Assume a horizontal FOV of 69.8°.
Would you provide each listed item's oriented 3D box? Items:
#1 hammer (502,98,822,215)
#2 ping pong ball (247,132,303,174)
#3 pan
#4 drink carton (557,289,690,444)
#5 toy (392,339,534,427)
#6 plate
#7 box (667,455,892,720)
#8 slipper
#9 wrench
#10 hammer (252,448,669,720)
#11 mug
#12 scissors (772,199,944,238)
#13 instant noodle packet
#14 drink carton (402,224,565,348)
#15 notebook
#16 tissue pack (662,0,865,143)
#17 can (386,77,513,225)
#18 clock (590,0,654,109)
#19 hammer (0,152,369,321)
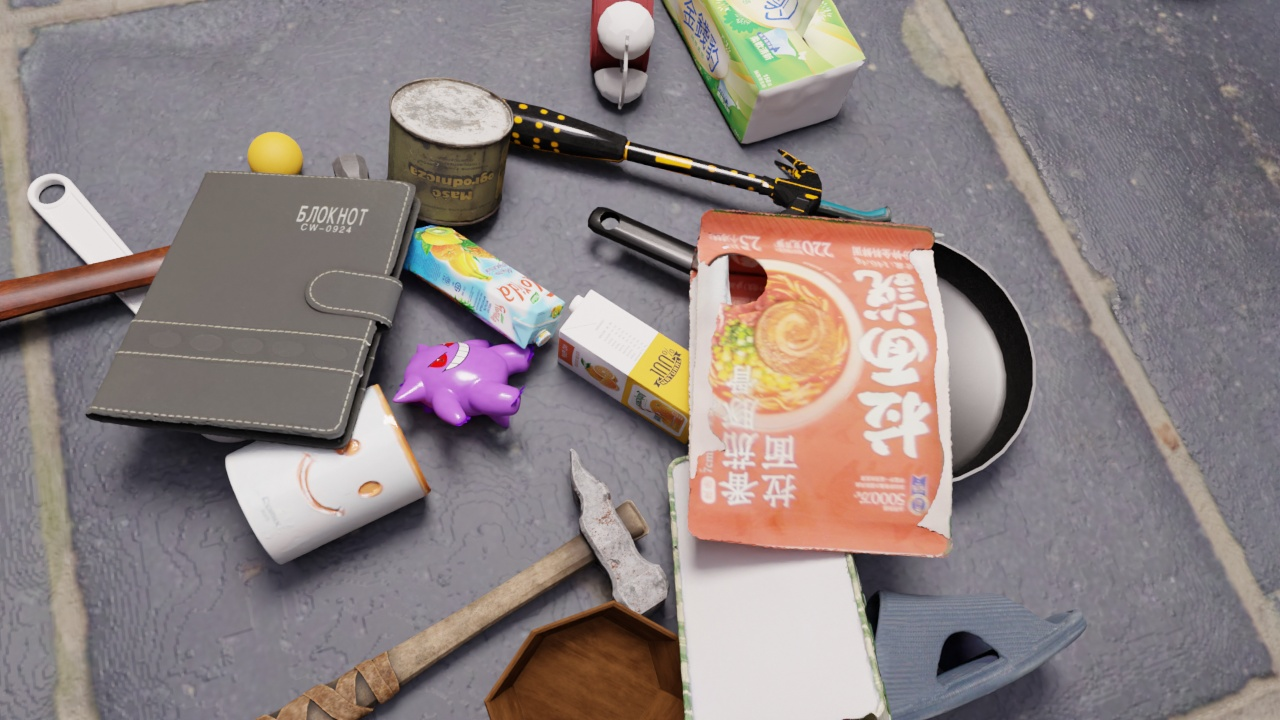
[{"bbox_3d":[-0.011,-0.170,0.740,0.321,0.036,0.123,16,37,5],"label":"hammer"},{"bbox_3d":[-0.283,-0.156,0.711,0.040,0.040,0.040,2,68,-6],"label":"ping pong ball"},{"bbox_3d":[0.122,-0.032,0.702,0.356,0.044,0.203,25,70,7],"label":"pan"},{"bbox_3d":[-0.004,0.004,0.668,0.122,0.059,0.040,33,68,7],"label":"drink carton"},{"bbox_3d":[-0.127,0.016,0.651,0.088,0.056,0.105,14,33,-6],"label":"toy"},{"bbox_3d":[-0.031,0.209,0.573,0.131,0.025,0.131,-3,103,-14],"label":"plate"},{"bbox_3d":[0.081,0.143,0.575,0.118,0.050,0.205,-14,46,9],"label":"box"},{"bbox_3d":[0.153,0.199,0.594,0.263,0.101,0.082,-21,64,-8],"label":"slipper"},{"bbox_3d":[-0.362,-0.045,0.671,0.273,0.018,0.066,44,70,12],"label":"wrench"},{"bbox_3d":[-0.134,0.182,0.593,0.318,0.049,0.121,-30,72,-15],"label":"hammer"},{"bbox_3d":[-0.204,0.074,0.605,0.105,0.082,0.082,-26,73,-14],"label":"mug"},{"bbox_3d":[0.173,-0.102,0.752,0.144,0.019,0.126,-36,86,-11],"label":"scissors"},{"bbox_3d":[0.112,0.018,0.602,0.164,0.084,0.220,5,62,-2],"label":"instant noodle packet"},{"bbox_3d":[-0.116,-0.055,0.675,0.129,0.039,0.044,33,29,18],"label":"drink carton"},{"bbox_3d":[-0.246,-0.043,0.614,0.169,0.029,0.208,4,60,3],"label":"notebook"},{"bbox_3d":[0.101,-0.305,0.759,0.120,0.142,0.197,-26,73,-16],"label":"tissue pack"},{"bbox_3d":[-0.146,-0.157,0.695,0.090,0.075,0.089,9,44,-9],"label":"can"},{"bbox_3d":[-0.016,-0.277,0.760,0.048,0.096,0.137,2,65,-5],"label":"clock"},{"bbox_3d":[-0.335,-0.071,0.661,0.300,0.028,0.111,-17,65,-17],"label":"hammer"}]
